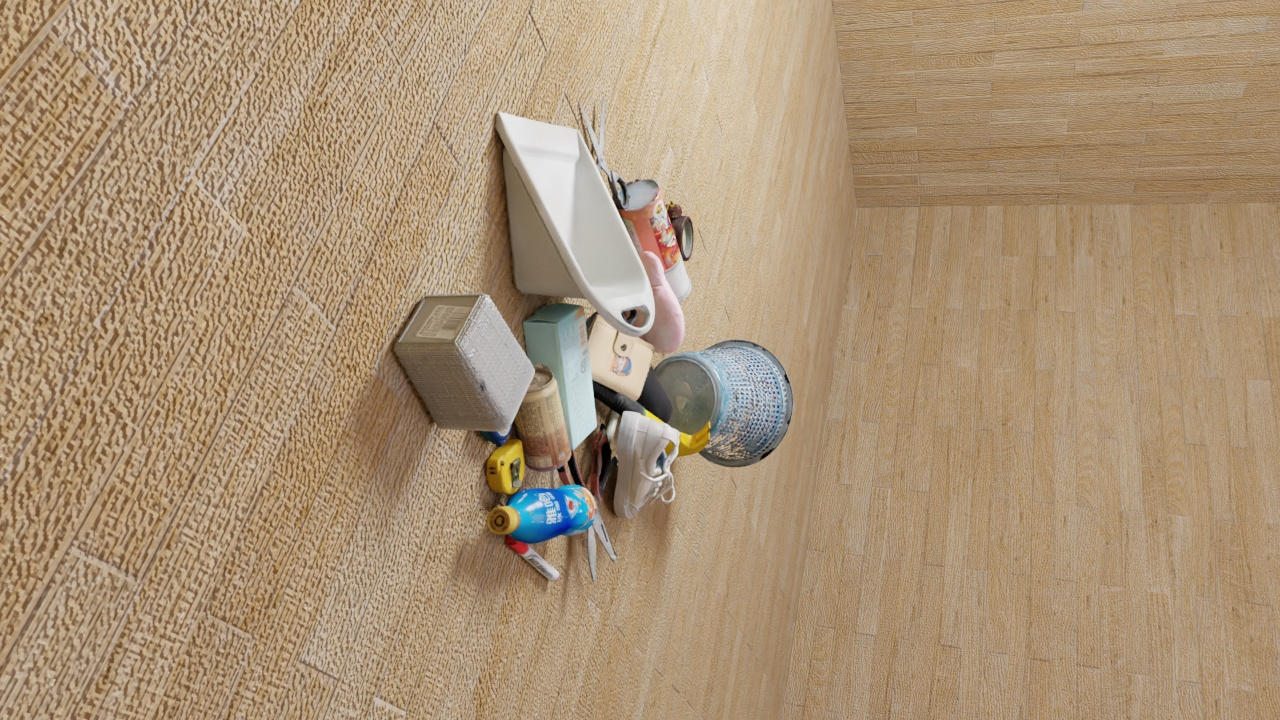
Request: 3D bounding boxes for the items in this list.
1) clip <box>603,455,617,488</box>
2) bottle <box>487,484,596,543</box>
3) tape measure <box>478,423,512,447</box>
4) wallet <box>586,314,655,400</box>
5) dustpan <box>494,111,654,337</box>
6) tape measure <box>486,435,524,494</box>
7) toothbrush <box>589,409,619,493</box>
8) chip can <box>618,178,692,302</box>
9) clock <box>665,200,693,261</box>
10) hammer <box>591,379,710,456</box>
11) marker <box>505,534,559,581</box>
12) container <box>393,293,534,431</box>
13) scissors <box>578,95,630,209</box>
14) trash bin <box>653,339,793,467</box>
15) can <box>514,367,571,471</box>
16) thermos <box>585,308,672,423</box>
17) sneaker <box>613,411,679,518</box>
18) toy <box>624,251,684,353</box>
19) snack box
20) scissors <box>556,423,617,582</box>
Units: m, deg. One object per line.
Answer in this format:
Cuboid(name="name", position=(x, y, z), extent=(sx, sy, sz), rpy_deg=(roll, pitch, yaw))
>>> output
Cuboid(name="clip", position=(-0.053, 0.165, 1.347), extent=(0.027, 0.043, 0.058), rpy_deg=(74, 36, -54))
Cuboid(name="bottle", position=(-0.120, 0.184, 1.099), extent=(0.218, 0.065, 0.065), rpy_deg=(16, 78, -70))
Cuboid(name="tape measure", position=(-0.164, 0.063, 1.028), extent=(0.054, 0.025, 0.058), rpy_deg=(52, 41, -57))
Cuboid(name="wallet", position=(-0.031, -0.005, 1.233), extent=(0.115, 0.024, 0.087), rpy_deg=(28, 76, -37))
Cuboid(name="dustpan", position=(-0.059, -0.160, 1.116), extent=(0.222, 0.143, 0.258), rpy_deg=(-22, 115, -68))
Cuboid(name="tape measure", position=(-0.153, 0.126, 1.061), extent=(0.059, 0.029, 0.057), rpy_deg=(-47, 136, -59))
Cuboid(name="toothbrush", position=(-0.058, 0.146, 1.332), extent=(0.029, 0.020, 0.189), rpy_deg=(37, 50, -26))
Cuboid(name="chip can", position=(0.022, -0.181, 1.425), extent=(0.215, 0.071, 0.071), rpy_deg=(66, 33, -49))
Cuboid(name="clock", position=(0.051, -0.209, 1.516), extent=(0.122, 0.055, 0.081), rpy_deg=(66, 34, -56))
Cuboid(name="hammer", position=(-0.003, 0.079, 1.336), extent=(0.300, 0.129, 0.032), rpy_deg=(37, 47, -47))
Cuboid(name="marker", position=(-0.132, 0.249, 1.149), extent=(0.145, 0.017, 0.017), rpy_deg=(61, 37, -54))
Cuboid(name="container", position=(-0.174, -0.001, 0.905), extent=(0.114, 0.090, 0.090), rpy_deg=(68, 31, -42))
Cuboid(name="scissors", position=(-0.053, -0.274, 1.274), extent=(0.159, 0.014, 0.180), rpy_deg=(34, 64, -56))
Cuboid(name="trash bin", position=(0.115, 0.068, 1.547), extent=(0.194, 0.227, 0.226), rpy_deg=(9, 84, -57))
Cuboid(name="can", position=(-0.120, 0.072, 1.097), extent=(0.058, 0.059, 0.116), rpy_deg=(-56, 144, -54))
Cuboid(name="thermos", position=(-0.008, 0.008, 1.360), extent=(0.089, 0.068, 0.243), rpy_deg=(-54, 147, -21))
Cuboid(name="sneaker", position=(0.011, 0.160, 1.348), extent=(0.243, 0.091, 0.089), rpy_deg=(95, 7, -53))
Cuboid(name="toy", position=(0.015, -0.087, 1.372), extent=(0.054, 0.121, 0.159), rpy_deg=(-25, 111, -36))
Cuboid(name="snack box", position=(-0.100, 0.020, 1.154), extent=(0.074, 0.052, 0.175), rpy_deg=(-42, 131, -59))
Cuboid(name="scissors", position=(-0.069, 0.187, 1.262), extent=(0.189, 0.015, 0.226), rpy_deg=(42, 49, -53))
